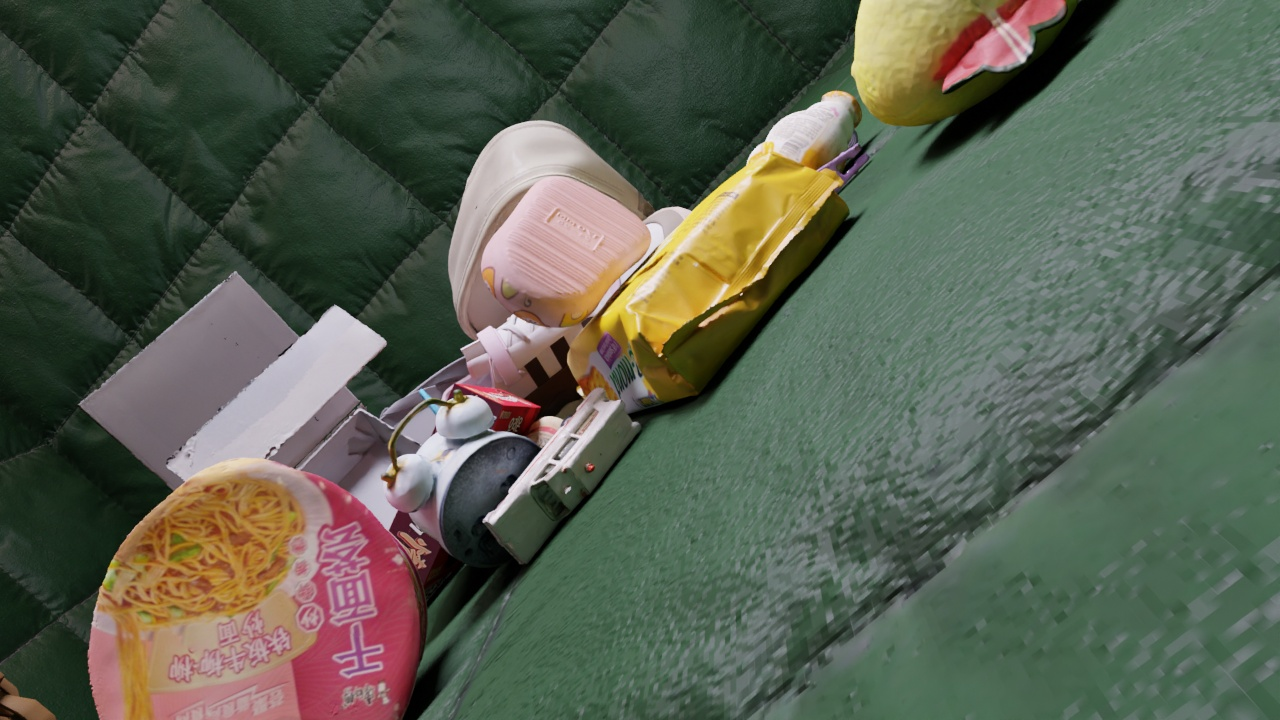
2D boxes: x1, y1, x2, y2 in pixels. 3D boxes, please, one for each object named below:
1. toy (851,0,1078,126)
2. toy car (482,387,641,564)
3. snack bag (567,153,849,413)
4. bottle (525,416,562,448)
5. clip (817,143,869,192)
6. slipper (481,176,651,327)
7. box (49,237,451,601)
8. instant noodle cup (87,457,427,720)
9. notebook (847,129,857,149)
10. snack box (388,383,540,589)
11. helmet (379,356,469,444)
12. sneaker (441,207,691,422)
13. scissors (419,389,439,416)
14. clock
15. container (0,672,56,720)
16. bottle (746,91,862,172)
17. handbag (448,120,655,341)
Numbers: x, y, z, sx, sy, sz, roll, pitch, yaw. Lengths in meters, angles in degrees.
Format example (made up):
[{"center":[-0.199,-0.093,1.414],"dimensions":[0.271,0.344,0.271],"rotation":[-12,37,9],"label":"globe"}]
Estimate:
[{"center":[0.167,-0.190,0.487],"dimensions":[0.134,0.092,0.207],"rotation":[-41,5,23],"label":"toy"},{"center":[-0.042,0.067,0.544],"dimensions":[0.039,0.039,0.112],"rotation":[-5,38,49],"label":"toy car"},{"center":[0.030,-0.044,0.603],"dimensions":[0.159,0.068,0.248],"rotation":[-47,6,-15],"label":"snack bag"},{"center":[-0.080,0.081,0.681],"dimensions":[0.044,0.044,0.108],"rotation":[-44,6,25],"label":"bottle"},{"center":[0.137,-0.132,0.646],"dimensions":[0.051,0.032,0.013],"rotation":[-43,6,18],"label":"clip"},{"center":[-0.060,-0.064,0.635],"dimensions":[0.082,0.093,0.196],"rotation":[-56,1,29],"label":"slipper"},{"center":[-0.293,0.075,0.770],"dimensions":[0.166,0.330,0.165],"rotation":[-50,19,-27],"label":"box"},{"center":[-0.195,0.149,0.505],"dimensions":[0.178,0.178,0.078],"rotation":[-47,-11,-2],"label":"instant noodle cup"},{"center":[0.134,-0.162,0.867],"dimensions":[0.168,0.024,0.225],"rotation":[-46,6,19],"label":"notebook"},{"center":[-0.128,0.087,0.672],"dimensions":[0.152,0.036,0.132],"rotation":[46,-112,-86],"label":"snack box"},{"center":[-0.199,0.117,0.983],"dimensions":[0.271,0.117,0.183],"rotation":[-42,-25,-5],"label":"helmet"},{"center":[-0.067,-0.034,0.802],"dimensions":[0.294,0.116,0.111],"rotation":[-45,45,22],"label":"sneaker"},{"center":[-0.151,0.084,0.820],"dimensions":[0.015,0.135,0.130],"rotation":[-34,-19,-9],"label":"scissors"},{"center":[-0.105,0.071,0.553],"dimensions":[0.057,0.118,0.083],"rotation":[16,58,44],"label":"clock"},{"center":[-0.374,0.301,0.452],"dimensions":[0.252,0.214,0.218],"rotation":[-41,8,46],"label":"container"},{"center":[0.129,-0.161,0.701],"dimensions":[0.108,0.063,0.063],"rotation":[-50,7,-26],"label":"bottle"},{"center":[-0.090,-0.085,0.859],"dimensions":[0.230,0.183,0.131],"rotation":[-43,46,35],"label":"handbag"}]
